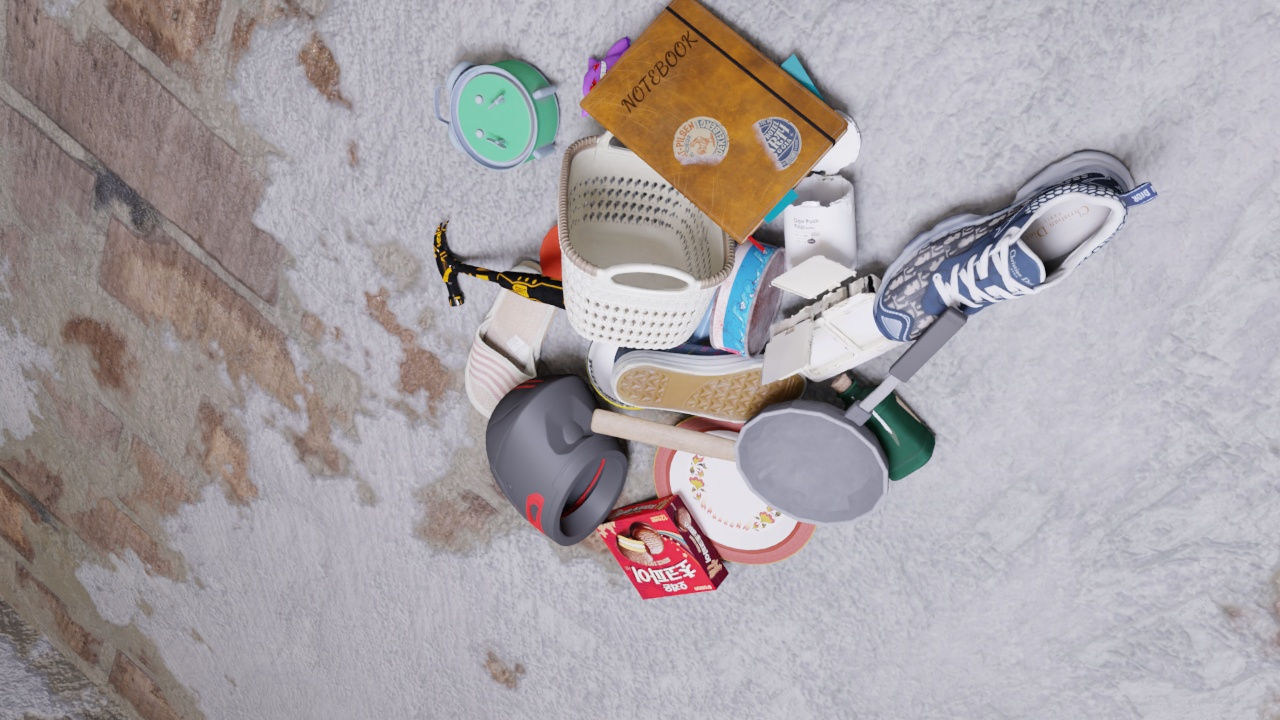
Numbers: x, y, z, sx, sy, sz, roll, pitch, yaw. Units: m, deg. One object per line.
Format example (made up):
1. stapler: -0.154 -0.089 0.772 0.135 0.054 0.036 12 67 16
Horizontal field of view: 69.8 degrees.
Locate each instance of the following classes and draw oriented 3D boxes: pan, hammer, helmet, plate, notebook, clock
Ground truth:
1. pan: 0.232 0.060 0.988 0.178 0.041 0.358 33 135 0
2. hammer: -0.172 -0.105 1.152 0.321 0.036 0.123 17 125 47
3. helmet: -0.122 0.118 1.224 0.170 0.163 0.265 38 146 25
4. plate: 0.125 0.168 1.208 0.230 0.021 0.230 12 119 22
5. notebook: 0.085 -0.254 0.948 0.249 0.014 0.178 43 91 13
6. hammer: 0.101 0.108 1.124 0.331 0.030 0.119 12 111 3
7. clock: -0.182 -0.297 1.100 0.162 0.075 0.122 16 121 21

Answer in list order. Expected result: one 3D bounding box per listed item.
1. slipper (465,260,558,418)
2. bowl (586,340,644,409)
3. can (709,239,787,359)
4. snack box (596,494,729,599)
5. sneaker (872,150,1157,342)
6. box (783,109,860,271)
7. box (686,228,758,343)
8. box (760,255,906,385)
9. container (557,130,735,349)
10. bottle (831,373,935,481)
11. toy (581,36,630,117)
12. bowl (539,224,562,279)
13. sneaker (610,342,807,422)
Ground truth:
1. slipper: -0.180 -0.016 1.257 0.115 0.052 0.264 34 125 10
2. bowl: -0.007 0.007 1.156 0.117 0.068 0.117 0 79 2
3. can: 0.122 -0.069 1.022 0.044 0.129 0.130 18 121 19
4. snack box: 0.027 0.263 1.280 0.152 0.035 0.132 -23 103 46
5. sneaker: 0.341 -0.095 0.864 0.270 0.132 0.103 -32 98 21
6. box: 0.191 -0.171 0.974 0.085 0.111 0.163 10 132 27
7. box: 0.091 -0.117 1.085 0.066 0.049 0.210 40 126 28
8. box: 0.200 -0.026 0.988 0.146 0.185 0.095 -31 60 38
9. container: -0.003 -0.129 0.991 0.184 0.245 0.143 6 137 -8
10. bottle: 0.271 0.069 1.053 0.131 0.061 0.061 46 127 -3
11. toy: -0.027 -0.309 1.025 0.088 0.056 0.106 3 81 24
12. bowl: -0.066 -0.122 1.152 0.122 0.035 0.122 12 119 22
13. sneaker: 0.078 0.016 1.090 0.235 0.079 0.088 3 123 -11
